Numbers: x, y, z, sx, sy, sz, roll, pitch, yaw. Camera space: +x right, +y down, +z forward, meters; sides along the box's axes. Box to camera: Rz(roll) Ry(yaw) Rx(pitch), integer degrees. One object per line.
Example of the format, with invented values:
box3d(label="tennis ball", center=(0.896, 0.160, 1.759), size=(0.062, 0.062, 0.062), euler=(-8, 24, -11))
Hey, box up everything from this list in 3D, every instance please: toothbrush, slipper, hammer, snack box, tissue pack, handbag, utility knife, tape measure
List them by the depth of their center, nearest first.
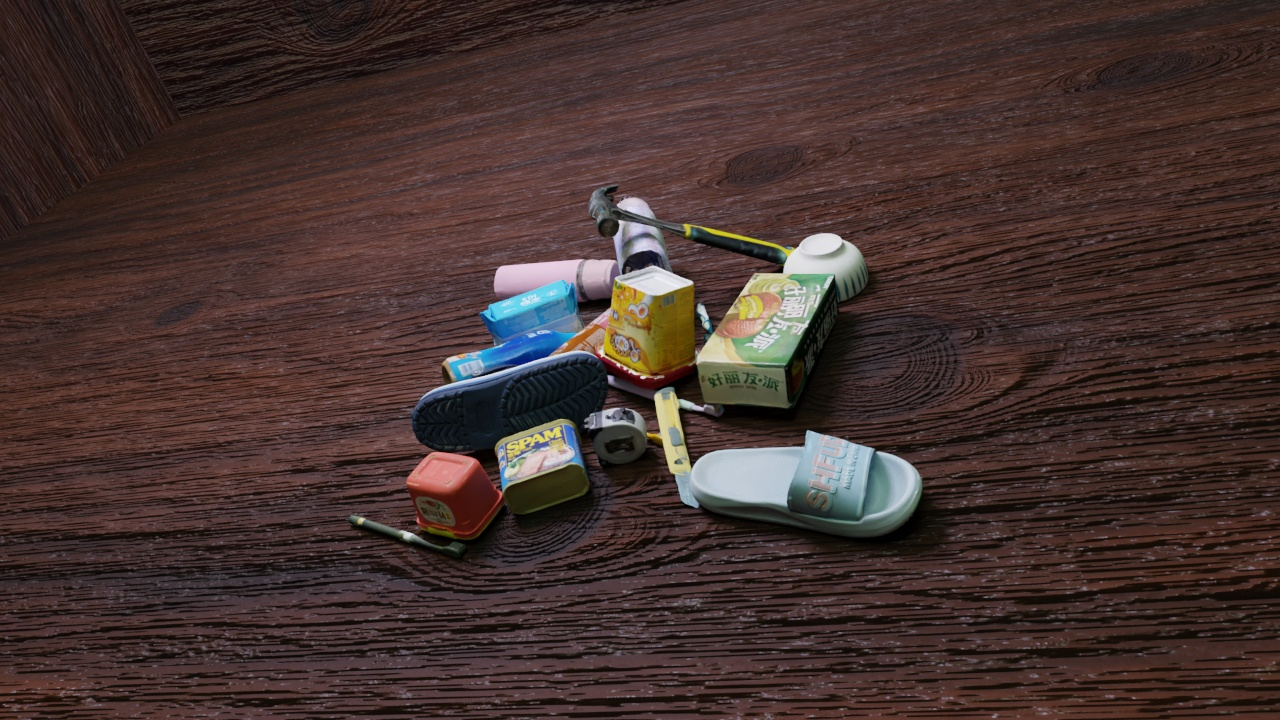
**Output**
box3d(label="slipper", center=(0.162, 0.115, 0.935), size=(0.246, 0.074, 0.103), euler=(1, 36, 28))
box3d(label="snack box", center=(-0.214, 0.151, 1.049), size=(0.091, 0.080, 0.081), euler=(5, 38, 31))
box3d(label="utility knife", center=(0.041, 0.097, 1.060), size=(0.031, 0.021, 0.198), euler=(-5, 45, -6))
box3d(label="toothbrush", center=(-0.273, 0.202, 1.065), size=(0.186, 0.012, 0.017), euler=(7, 34, 33))
box3d(label="tape measure", center=(-0.025, 0.088, 1.069), size=(0.066, 0.066, 0.033), euler=(-14, 37, 8))
box3d(label="toothbrush", center=(-0.026, 0.073, 1.139), size=(0.018, 0.016, 0.191), euler=(-27, 33, -35))
box3d(label="snack box", center=(0.164, -0.031, 1.145), size=(0.115, 0.063, 0.239), euler=(3, 32, 26))
box3d(label="toothbrush", center=(0.023, 0.042, 1.158), size=(0.189, 0.029, 0.021), euler=(14, 88, 39))
box3d(label="slipper", center=(-0.160, 0.055, 1.159), size=(0.253, 0.105, 0.095), euler=(-14, 15, 3))
box3d(label="toothbrush", center=(0.085, -0.050, 1.227), size=(0.018, 0.016, 0.191), euler=(3, 17, -4))
box3d(label="hammer", center=(0.078, -0.181, 1.291), size=(0.323, 0.032, 0.126), euler=(11, 32, -23))
box3d(label="tissue pack", center=(-0.150, -0.053, 1.315), size=(0.140, 0.090, 0.063), euler=(-21, 32, -6))
box3d(label="handbag", center=(0.006, -0.143, 1.337), size=(0.075, 0.134, 0.193), euler=(-16, 34, 2))

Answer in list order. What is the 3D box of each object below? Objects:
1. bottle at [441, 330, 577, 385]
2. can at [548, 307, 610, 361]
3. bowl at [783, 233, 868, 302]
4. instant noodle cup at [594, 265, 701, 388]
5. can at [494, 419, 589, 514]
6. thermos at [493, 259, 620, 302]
box3d(label="bottle", center=(-0.160, -0.002, 1.256), size=(0.218, 0.065, 0.065), euler=(-19, 31, -23))
box3d(label="can", center=(-0.061, -0.019, 1.239), size=(0.058, 0.058, 0.146), euler=(12, 39, 38))
box3d(label="bowl", center=(0.253, -0.133, 1.269), size=(0.116, 0.066, 0.116), euler=(-12, 33, 8))
box3d(label="instant noodle cup", center=(0.013, -0.046, 1.169), size=(0.115, 0.124, 0.116), euler=(-22, 36, -40))
box3d(label="can", center=(-0.113, 0.124, 1.066), size=(0.102, 0.057, 0.083), euler=(-19, 35, -2))
box3d(label="thermos", center=(-0.123, -0.123, 1.438), size=(0.199, 0.067, 0.087), euler=(-3, 6, 22))
